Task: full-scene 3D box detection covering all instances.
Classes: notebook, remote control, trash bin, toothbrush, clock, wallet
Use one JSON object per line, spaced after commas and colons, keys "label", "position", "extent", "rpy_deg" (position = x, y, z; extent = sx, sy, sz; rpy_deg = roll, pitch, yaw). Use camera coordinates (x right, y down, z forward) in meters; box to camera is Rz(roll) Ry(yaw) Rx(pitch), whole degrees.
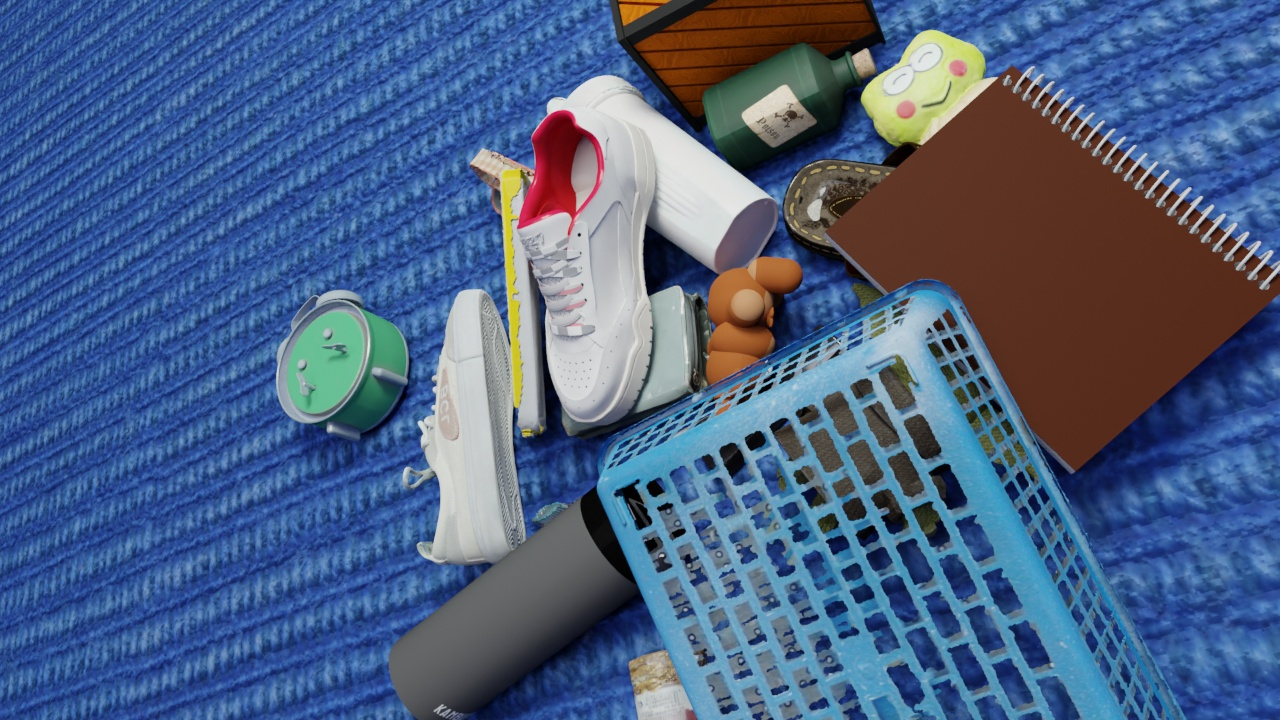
{"label": "notebook", "position": [0.250, -0.065, 0.565], "extent": [0.171, 0.022, 0.209], "rpy_deg": [-42, 70, 2]}
{"label": "remote control", "position": [0.099, 0.032, 0.689], "extent": [0.136, 0.015, 0.032], "rpy_deg": [-47, 57, 8]}
{"label": "trash bin", "position": [0.079, -0.310, 0.741], "extent": [0.172, 0.139, 0.139], "rpy_deg": [-21, 64, 23]}
{"label": "toothbrush", "position": [-0.011, 0.087, 0.732], "extent": [0.189, 0.017, 0.016], "rpy_deg": [-32, 53, 18]}
{"label": "clock", "position": [-0.302, -0.005, 0.898], "extent": [0.122, 0.075, 0.161], "rpy_deg": [-48, 56, 8]}
{"label": "wallet", "position": [-0.004, 0.004, 0.738], "extent": [0.132, 0.054, 0.100], "rpy_deg": [-17, 58, 27]}

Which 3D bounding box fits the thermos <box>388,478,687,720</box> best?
{"label": "thermos", "position": [-0.078, 0.182, 0.701], "extent": [0.241, 0.082, 0.082], "rpy_deg": [-39, 59, 13]}

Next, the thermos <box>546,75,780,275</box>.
{"label": "thermos", "position": [0.009, -0.158, 0.759], "extent": [0.220, 0.099, 0.099], "rpy_deg": [42, 96, 30]}

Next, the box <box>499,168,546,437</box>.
{"label": "box", "position": [-0.096, -0.042, 0.751], "extent": [0.036, 0.130, 0.209], "rpy_deg": [-4, 86, -9]}

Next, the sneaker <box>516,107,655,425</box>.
{"label": "sneaker", "position": [-0.052, -0.071, 0.680], "extent": [0.090, 0.104, 0.236], "rpy_deg": [5, 90, 36]}

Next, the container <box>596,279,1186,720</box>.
{"label": "container", "position": [0.133, 0.163, 0.517], "extent": [0.258, 0.089, 0.362], "rpy_deg": [-29, 80, 19]}

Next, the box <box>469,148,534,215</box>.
{"label": "box", "position": [-0.079, -0.134, 0.817], "extent": [0.187, 0.083, 0.042], "rpy_deg": [31, 78, 36]}

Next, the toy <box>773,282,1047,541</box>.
{"label": "toy", "position": [0.161, 0.048, 0.610], "extent": [0.153, 0.078, 0.179], "rpy_deg": [-41, 61, 7]}

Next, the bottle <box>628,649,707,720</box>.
{"label": "bottle", "position": [0.028, 0.255, 0.630], "extent": [0.056, 0.056, 0.105], "rpy_deg": [-23, 64, 22]}

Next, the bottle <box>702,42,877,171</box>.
{"label": "bottle", "position": [0.122, -0.208, 0.729], "extent": [0.131, 0.061, 0.061], "rpy_deg": [-21, 62, 23]}

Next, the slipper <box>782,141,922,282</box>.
{"label": "slipper", "position": [0.210, -0.089, 0.629], "extent": [0.268, 0.075, 0.113], "rpy_deg": [26, 88, 34]}

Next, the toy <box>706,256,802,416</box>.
{"label": "toy", "position": [0.079, -0.011, 0.678], "extent": [0.065, 0.095, 0.127], "rpy_deg": [8, 75, -1]}

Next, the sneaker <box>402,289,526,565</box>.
{"label": "sneaker", "position": [-0.157, 0.055, 0.782], "extent": [0.091, 0.089, 0.242], "rpy_deg": [-11, 72, 10]}

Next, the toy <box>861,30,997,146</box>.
{"label": "toy", "position": [0.224, -0.187, 0.674], "extent": [0.092, 0.046, 0.115], "rpy_deg": [-42, 66, 8]}
